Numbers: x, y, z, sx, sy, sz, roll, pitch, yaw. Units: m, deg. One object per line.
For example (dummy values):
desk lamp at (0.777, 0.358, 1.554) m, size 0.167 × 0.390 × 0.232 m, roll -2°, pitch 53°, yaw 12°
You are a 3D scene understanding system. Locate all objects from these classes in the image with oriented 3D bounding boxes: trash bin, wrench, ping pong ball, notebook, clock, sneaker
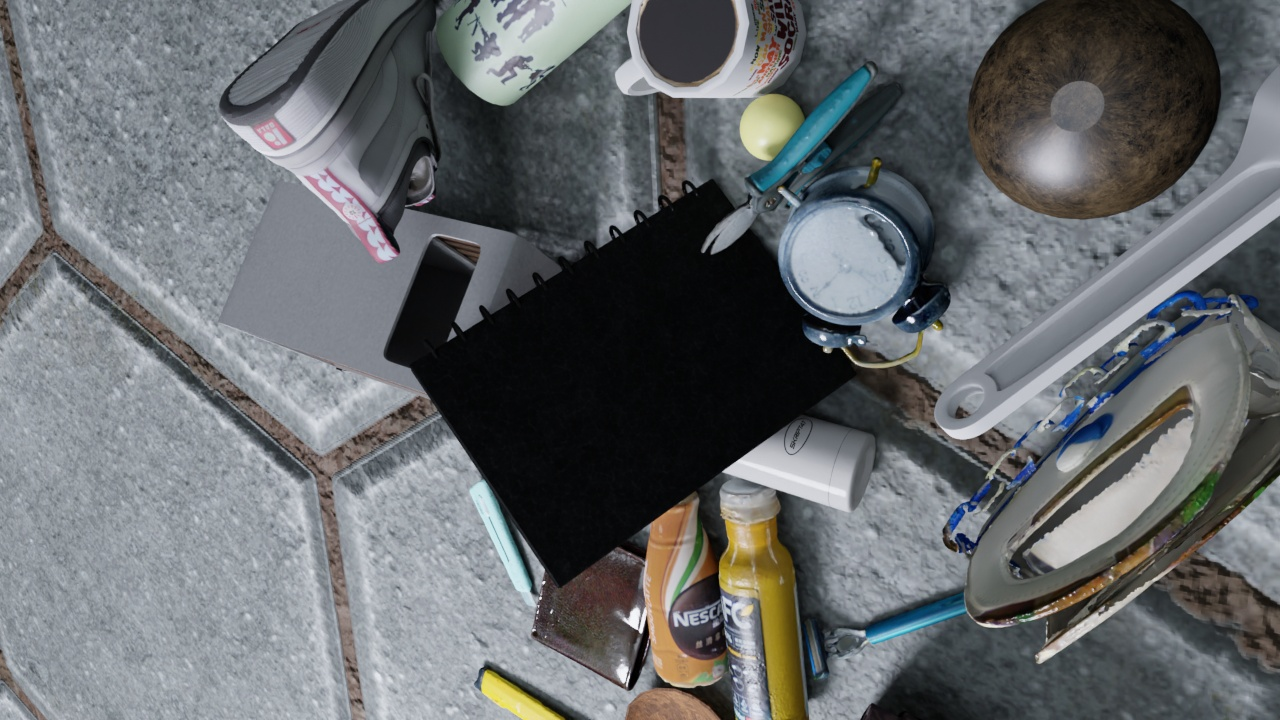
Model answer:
trash bin at (-0.174, -0.040, 0.678) m, size 0.229 × 0.114 × 0.114 m, roll 16°, pitch 82°, yaw 27°
wrench at (0.250, -0.058, 0.437) m, size 0.274 × 0.086 × 0.018 m, roll -41°, pitch 116°, yaw 20°
ping pong ball at (0.081, -0.143, 0.565) m, size 0.040 × 0.040 × 0.040 m, roll 9°, pitch 108°, yaw 29°
notebook at (-0.003, 0.004, 0.575) m, size 0.169 × 0.231 × 0.019 m, roll 55°, pitch 166°, yaw 6°
clock at (0.132, -0.055, 0.549) m, size 0.090 × 0.052 × 0.129 m, roll -13°, pitch 113°, yaw 29°
sneaker at (-0.172, -0.175, 0.615) m, size 0.097 × 0.262 × 0.129 m, roll -18°, pitch 126°, yaw 16°

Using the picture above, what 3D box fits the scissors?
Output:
scissors at (0.098, -0.119, 0.555) m, size 0.019 × 0.148 × 0.132 m, roll 59°, pitch 160°, yaw 27°

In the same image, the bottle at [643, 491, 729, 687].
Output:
bottle at (0.030, 0.151, 0.669) m, size 0.059 × 0.059 × 0.167 m, roll -1°, pitch 103°, yaw 31°

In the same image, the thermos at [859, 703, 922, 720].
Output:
thermos at (0.216, 0.337, 0.555) m, size 0.226 × 0.172 × 0.173 m, roll 23°, pitch 115°, yaw 17°

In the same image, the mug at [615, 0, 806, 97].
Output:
mug at (0.035, -0.189, 0.549) m, size 0.105 × 0.089 × 0.073 m, roll -22°, pitch 92°, yaw 34°

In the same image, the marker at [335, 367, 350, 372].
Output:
marker at (-0.208, 0.010, 0.797) m, size 0.141 × 0.016 × 0.016 m, roll 7°, pitch 107°, yaw 29°

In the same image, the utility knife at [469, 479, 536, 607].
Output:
utility knife at (-0.115, 0.157, 0.786) m, size 0.022 × 0.015 × 0.119 m, roll -20°, pitch 96°, yaw 32°

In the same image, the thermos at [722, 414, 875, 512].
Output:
thermos at (0.045, 0.046, 0.633) m, size 0.224 × 0.052 × 0.052 m, roll 15°, pitch 111°, yaw 27°

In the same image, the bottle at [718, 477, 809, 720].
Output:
bottle at (0.085, 0.175, 0.646) m, size 0.053 × 0.053 × 0.186 m, roll 0°, pitch 104°, yaw 31°

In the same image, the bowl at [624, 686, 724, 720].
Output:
bowl at (0.040, 0.305, 0.727) m, size 0.102 × 0.026 × 0.114 m, roll -20°, pitch 94°, yaw 33°

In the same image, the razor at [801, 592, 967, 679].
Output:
razor at (0.175, 0.176, 0.614) m, size 0.144 × 0.022 × 0.042 m, roll -29°, pitch 52°, yaw 30°

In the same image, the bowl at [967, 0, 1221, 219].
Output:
bowl at (0.227, -0.131, 0.471) m, size 0.121 × 0.056 × 0.121 m, roll 9°, pitch 108°, yaw 29°

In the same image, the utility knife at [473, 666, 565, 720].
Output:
utility knife at (-0.066, 0.327, 0.801) m, size 0.207 × 0.018 × 0.030 m, roll 24°, pitch 121°, yaw 29°

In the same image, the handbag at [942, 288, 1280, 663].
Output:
handbag at (0.230, 0.057, 0.441) m, size 0.093 × 0.199 × 0.201 m, roll 42°, pitch 118°, yaw 19°

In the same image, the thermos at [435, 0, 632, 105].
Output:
thermos at (-0.026, -0.254, 0.579) m, size 0.232 × 0.082 × 0.082 m, roll -29°, pitch 88°, yaw 33°

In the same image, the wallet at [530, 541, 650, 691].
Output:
wallet at (-0.034, 0.194, 0.740) m, size 0.099 × 0.031 × 0.120 m, roll 20°, pitch 111°, yaw 22°
